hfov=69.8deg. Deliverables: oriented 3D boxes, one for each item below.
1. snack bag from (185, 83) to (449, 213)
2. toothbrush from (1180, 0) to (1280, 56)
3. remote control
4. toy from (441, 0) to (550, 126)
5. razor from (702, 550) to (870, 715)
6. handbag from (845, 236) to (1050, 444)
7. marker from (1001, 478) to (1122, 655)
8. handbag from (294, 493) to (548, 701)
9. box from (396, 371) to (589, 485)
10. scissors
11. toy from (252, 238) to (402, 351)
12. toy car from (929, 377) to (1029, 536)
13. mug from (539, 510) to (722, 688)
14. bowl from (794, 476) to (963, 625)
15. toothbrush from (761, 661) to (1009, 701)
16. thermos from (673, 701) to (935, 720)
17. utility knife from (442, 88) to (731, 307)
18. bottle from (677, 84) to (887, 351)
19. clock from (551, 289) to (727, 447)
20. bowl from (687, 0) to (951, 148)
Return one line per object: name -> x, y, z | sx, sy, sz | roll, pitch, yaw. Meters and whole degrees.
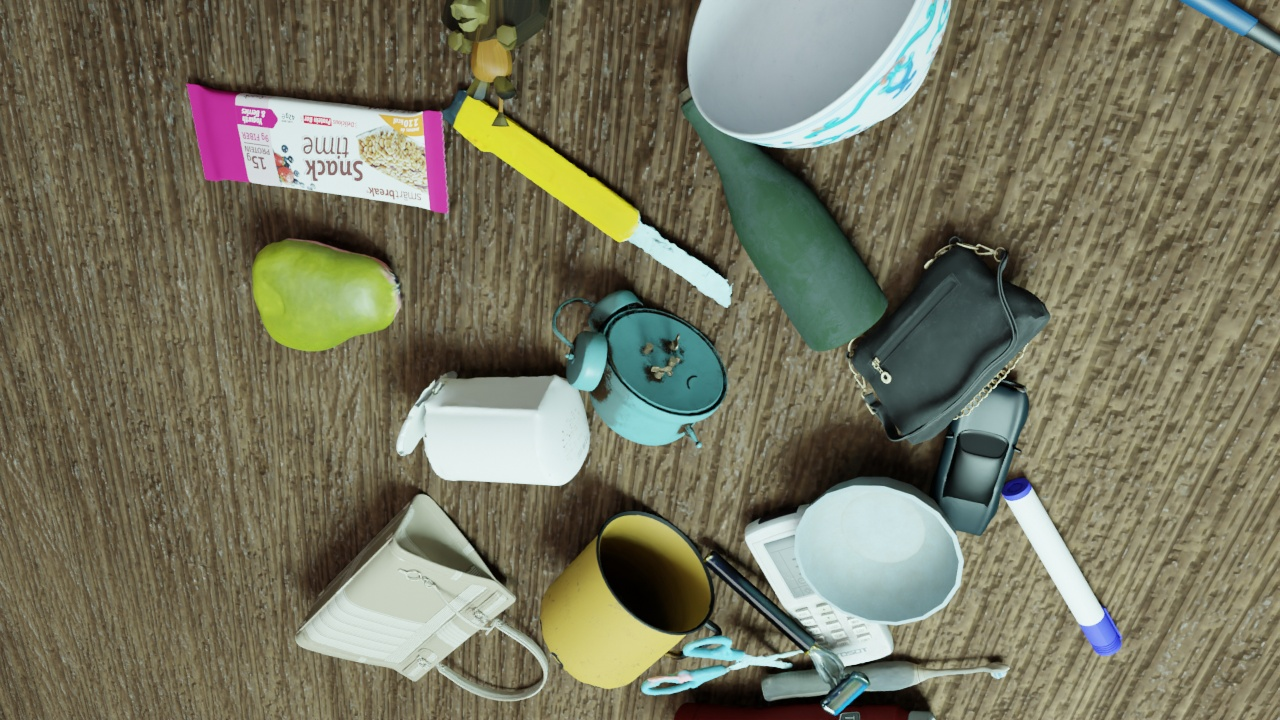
snack bag -> -0.223, -0.146, 0.630 | 0.197, 0.016, 0.070 | 10, 120, 14
toothbrush -> 0.286, -0.174, 0.454 | 0.168, 0.014, 0.014 | 31, 132, 0
remote control -> 0.132, 0.166, 0.671 | 0.060, 0.025, 0.138 | -23, 107, 26
toy -> -0.086, -0.189, 0.535 | 0.076, 0.062, 0.100 | 8, 101, 34
razor -> 0.103, 0.192, 0.671 | 0.144, 0.022, 0.043 | 43, 117, 14
handbag -> 0.177, -0.012, 0.544 | 0.079, 0.054, 0.129 | 51, 123, 24
marker -> 0.283, 0.139, 0.613 | 0.020, 0.020, 0.141 | -27, 105, 27
handbag -> -0.168, 0.233, 0.797 | 0.198, 0.062, 0.176 | 38, 122, -14
box -> -0.113, 0.045, 0.660 | 0.143, 0.080, 0.089 | -2, 131, 20
scissors -> 0.070, 0.219, 0.681 | 0.140, 0.015, 0.111 | -12, 142, -14
toy -> -0.225, -0.045, 0.664 | 0.110, 0.051, 0.090 | 4, 120, 13
toy car -> 0.214, 0.063, 0.587 | 0.046, 0.034, 0.112 | 11, 119, 12
mug -> -0.003, 0.187, 0.685 | 0.123, 0.100, 0.094 | 34, 123, -9
bowl -> 0.158, 0.119, 0.607 | 0.106, 0.039, 0.106 | 9, 116, 18
toothbrush -> 0.182, 0.240, 0.697 | 0.186, 0.022, 0.024 | -14, 116, 22
thermos -> 0.132, 0.318, 0.721 | 0.199, 0.083, 0.108 | -7, 133, 23
utility knife -> -0.033, -0.102, 0.591 | 0.224, 0.019, 0.031 | 37, 127, 2
bottle -> 0.078, -0.089, 0.542 | 0.055, 0.055, 0.174 | -30, 103, 28
clock -> -0.004, 0.003, 0.597 | 0.124, 0.089, 0.053 | 33, 131, -1
bowl -> 0.102, -0.166, 0.469 | 0.074, 0.143, 0.144 | 21, 131, -41
